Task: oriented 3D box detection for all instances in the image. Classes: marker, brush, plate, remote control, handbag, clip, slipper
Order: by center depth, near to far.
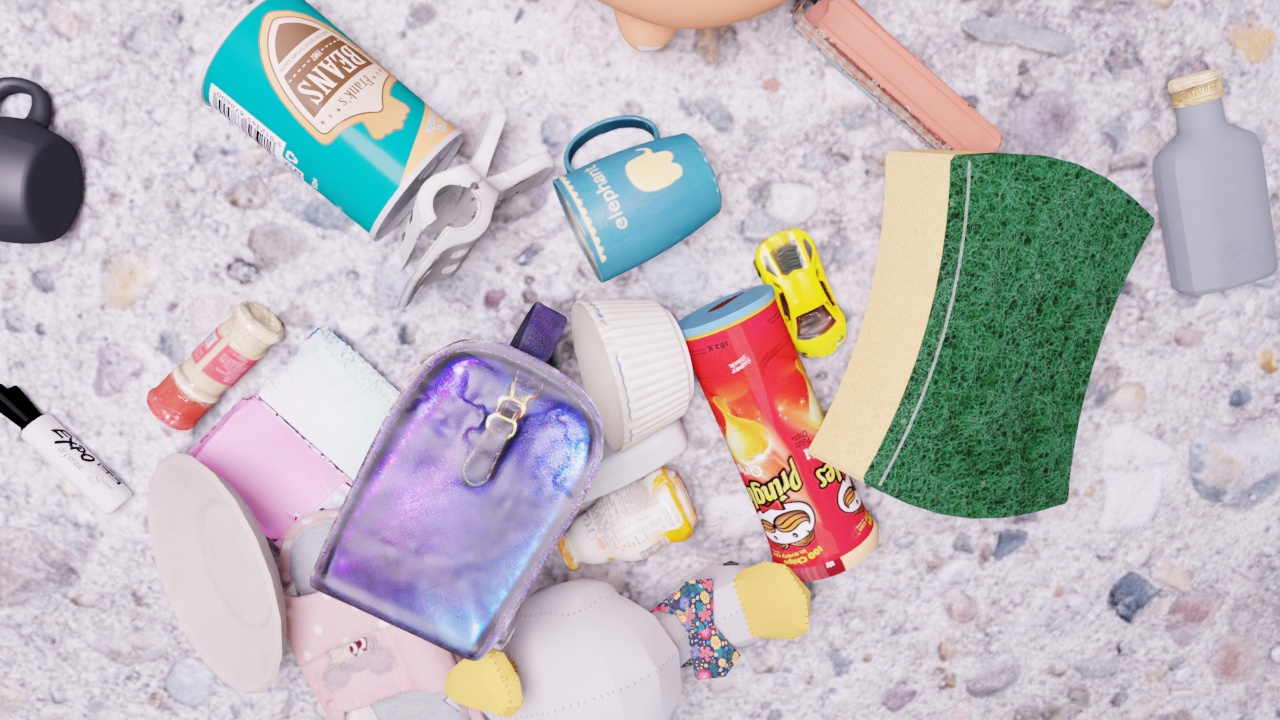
[{"bbox_3d":[-0.111,0.063,0.616,0.125,0.205,0.222,29,84,-11],"label":"handbag"},{"bbox_3d":[-0.129,-0.108,0.645,0.081,0.125,0.147,36,74,-15],"label":"clip"},{"bbox_3d":[0.244,-0.018,0.655,0.194,0.075,0.250,8,100,-30],"label":"brush"},{"bbox_3d":[-0.313,0.157,0.690,0.189,0.027,0.189,13,112,37],"label":"plate"},{"bbox_3d":[-0.191,0.239,0.703,0.114,0.054,0.274,-25,99,2],"label":"slipper"},{"bbox_3d":[-0.449,0.067,0.708,0.025,0.025,0.126,-40,101,5],"label":"marker"},{"bbox_3d":[-0.018,0.074,0.711,0.114,0.060,0.028,-26,110,-1],"label":"remote control"}]

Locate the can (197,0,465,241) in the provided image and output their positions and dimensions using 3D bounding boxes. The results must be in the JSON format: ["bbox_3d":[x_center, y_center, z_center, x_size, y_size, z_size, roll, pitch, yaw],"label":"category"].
[{"bbox_3d":[-0.209,-0.167,0.632,0.144,0.099,0.099,40,97,-10],"label":"can"}]

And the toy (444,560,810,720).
[{"bbox_3d":[-0.019,0.224,0.684,0.247,0.266,0.141,-24,84,40],"label":"toy"}]

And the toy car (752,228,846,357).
[{"bbox_3d":[0.125,-0.050,0.709,0.049,0.030,0.107,-27,103,2],"label":"toy car"}]

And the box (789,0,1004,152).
[{"bbox_3d":[0.190,-0.207,0.672,0.187,0.053,0.058,37,130,-8],"label":"box"}]

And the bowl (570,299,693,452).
[{"bbox_3d":[-0.004,0.004,0.678,0.062,0.115,0.115,-16,102,-15],"label":"bowl"}]

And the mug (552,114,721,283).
[{"bbox_3d":[-0.006,-0.128,0.667,0.104,0.084,0.112,-26,73,-4],"label":"mug"}]

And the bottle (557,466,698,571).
[{"bbox_3d":[-0.012,0.128,0.721,0.108,0.063,0.063,-24,102,2],"label":"bottle"}]

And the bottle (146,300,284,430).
[{"bbox_3d":[-0.320,0.004,0.692,0.109,0.044,0.044,-43,100,5],"label":"bottle"}]

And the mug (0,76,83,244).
[{"bbox_3d":[-0.451,-0.144,0.642,0.094,0.085,0.121,10,72,-5],"label":"mug"}]

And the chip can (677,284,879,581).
[{"bbox_3d":[0.104,0.056,0.701,0.087,0.087,0.213,-24,101,2],"label":"chip can"}]

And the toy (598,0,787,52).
[{"bbox_3d":[0.028,-0.330,0.536,0.262,0.265,0.281,17,123,-38],"label":"toy"}]

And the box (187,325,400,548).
[{"bbox_3d":[-0.217,0.101,0.720,0.159,0.035,0.230,-44,100,7],"label":"box"}]

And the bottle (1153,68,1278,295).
[{"bbox_3d":[0.432,-0.136,0.696,0.072,0.046,0.161,-16,102,1],"label":"bottle"}]
